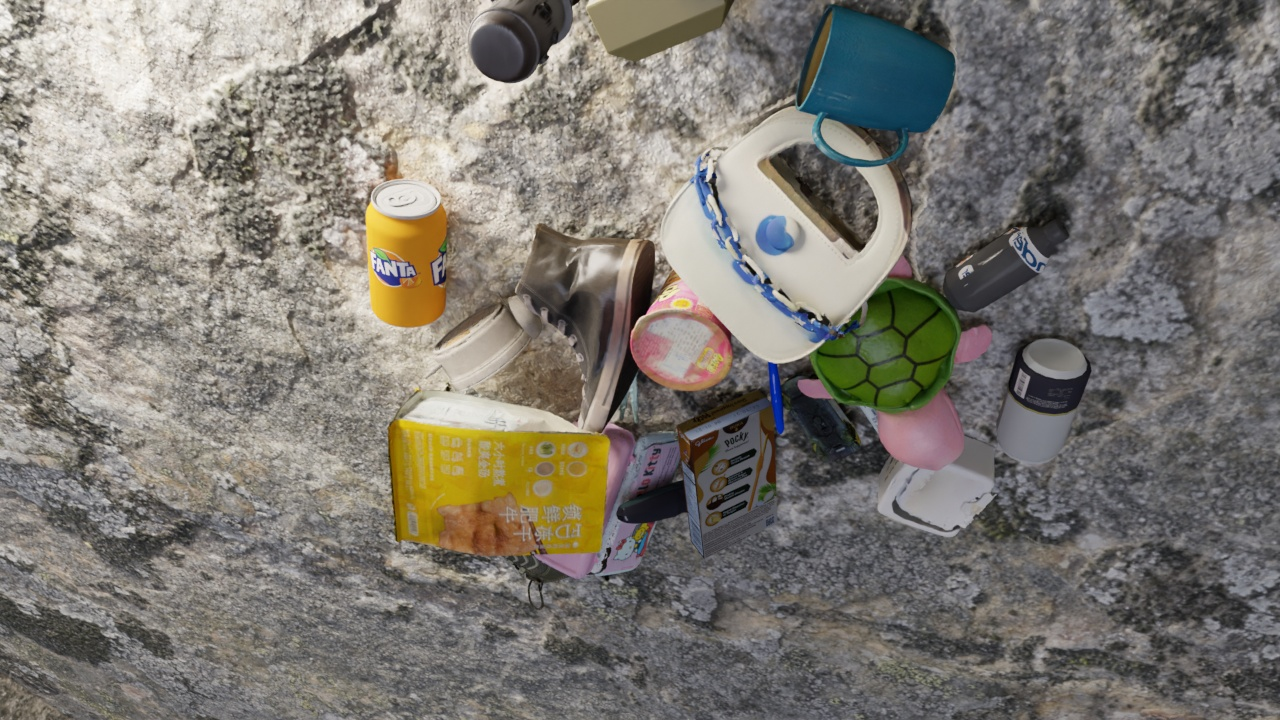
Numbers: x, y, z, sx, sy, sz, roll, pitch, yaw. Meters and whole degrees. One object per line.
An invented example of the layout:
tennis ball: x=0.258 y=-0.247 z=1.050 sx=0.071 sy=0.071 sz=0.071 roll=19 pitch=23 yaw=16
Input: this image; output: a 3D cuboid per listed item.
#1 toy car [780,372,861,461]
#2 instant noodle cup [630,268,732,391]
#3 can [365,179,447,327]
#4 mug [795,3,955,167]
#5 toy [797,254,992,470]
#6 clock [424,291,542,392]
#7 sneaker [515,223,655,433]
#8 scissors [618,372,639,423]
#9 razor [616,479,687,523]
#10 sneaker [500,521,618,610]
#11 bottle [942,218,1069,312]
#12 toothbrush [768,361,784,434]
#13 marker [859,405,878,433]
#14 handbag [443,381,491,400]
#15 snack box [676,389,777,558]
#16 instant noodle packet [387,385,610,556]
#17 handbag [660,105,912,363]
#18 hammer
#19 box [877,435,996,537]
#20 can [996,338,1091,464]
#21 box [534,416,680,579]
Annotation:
toy car: x=0.191 y=0.057 z=0.974 sx=0.048 sy=0.032 sz=0.105 roll=-30 pitch=101 yaw=37
instant noodle cup: x=0.050 y=-0.041 z=0.887 sx=0.098 sy=0.108 sz=0.098 roll=9 pitch=131 yaw=11
can: x=-0.240 y=-0.108 z=0.947 sx=0.079 sy=0.078 sz=0.143 roll=16 pitch=132 yaw=5
mug: x=0.180 y=-0.206 z=0.714 sx=0.104 sy=0.084 sz=0.112 roll=14 pitch=91 yaw=-4
toy: x=0.239 y=0.001 z=0.875 sx=0.190 sy=0.087 sz=0.238 roll=-18 pitch=113 yaw=17
clock: x=-0.157 y=-0.031 z=0.983 sx=0.157 sy=0.103 sz=0.061 roll=-32 pitch=108 yaw=8
sneaker: x=-0.063 y=-0.024 z=0.936 sx=0.120 sy=0.095 sz=0.235 roll=16 pitch=126 yaw=13
scissors: x=-0.004 y=0.010 z=1.012 sx=0.078 sy=0.032 sz=0.176 roll=6 pitch=135 yaw=10
razor: x=0.036 y=0.166 z=1.061 sx=0.047 sy=0.142 sz=0.052 roll=3 pitch=102 yaw=57
sneaker: x=-0.142 y=0.241 z=1.194 sx=0.238 sy=0.100 sz=0.143 roll=5 pitch=124 yaw=6
bottle: x=0.319 y=-0.085 z=0.803 sx=0.047 sy=0.046 sz=0.113 roll=39 pitch=129 yaw=-15
toothbrush: x=0.137 y=-0.002 z=0.936 sx=0.018 sy=0.016 sz=0.183 roll=-4 pitch=118 yaw=14
marker: x=0.230 y=0.037 z=0.954 sx=0.017 sy=0.017 sz=0.146 roll=-22 pitch=118 yaw=32
handbag: x=-0.173 y=0.113 z=1.082 sx=0.171 sy=0.123 sz=0.113 roll=24 pitch=117 yaw=-4
snack box: x=0.100 y=0.130 z=1.025 sx=0.101 sy=0.031 sz=0.186 roll=-22 pitch=130 yaw=-17
instant noodle packet: x=-0.144 y=0.127 z=0.974 sx=0.221 sy=0.084 sz=0.163 roll=8 pitch=120 yaw=5
handbag: x=0.129 y=-0.111 z=0.785 sx=0.200 sy=0.092 sz=0.200 roll=45 pitch=122 yaw=7
hammer: x=-0.034 y=-0.258 z=0.589 sx=0.101 sy=0.323 sz=0.190 roll=-13 pitch=123 yaw=27
box: x=0.314 y=0.136 z=0.972 sx=0.102 sy=0.076 sz=0.107 roll=20 pitch=134 yaw=3
can: x=0.382 y=0.044 z=0.878 sx=0.064 sy=0.064 sz=0.127 roll=8 pitch=130 yaw=12
box: x=-0.036 y=0.165 z=1.061 sx=0.149 sy=0.073 sz=0.202 roll=14 pitch=113 yaw=-11
